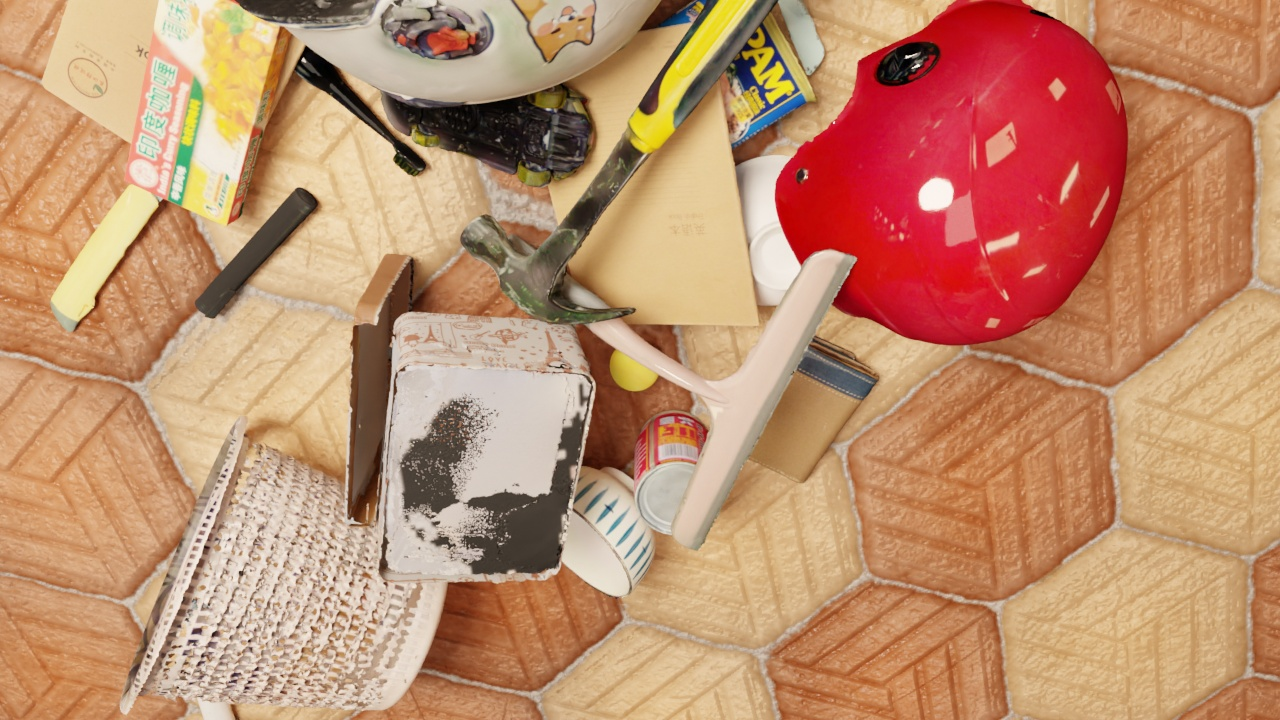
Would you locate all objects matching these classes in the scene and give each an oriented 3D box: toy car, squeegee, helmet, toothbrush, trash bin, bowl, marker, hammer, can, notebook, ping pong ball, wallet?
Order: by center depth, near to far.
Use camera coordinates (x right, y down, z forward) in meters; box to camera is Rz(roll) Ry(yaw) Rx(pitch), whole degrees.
[{"bbox_3d":[-0.082,-0.245,0.540,0.274,0.229,0.157,-26,144,13],"label":"helmet"},{"bbox_3d":[0.014,-0.151,0.568,0.126,0.031,0.324,45,114,11],"label":"hammer"},{"bbox_3d":[0.226,-0.112,0.589,0.207,0.144,0.240,35,97,-37],"label":"helmet"},{"bbox_3d":[-0.310,-0.224,0.624,0.148,0.008,0.208,35,121,-14],"label":"notebook"},{"bbox_3d":[0.059,-0.200,0.626,0.083,0.057,0.102,-30,110,15],"label":"can"},{"bbox_3d":[-0.108,-0.174,0.638,0.158,0.042,0.070,20,126,8],"label":"toy car"},{"bbox_3d":[-0.234,-0.209,0.643,0.212,0.026,0.027,44,135,-18],"label":"toothbrush"},{"bbox_3d":[-0.016,-0.023,0.645,0.249,0.040,0.248,36,120,23],"label":"squeegee"},{"bbox_3d":[0.000,-0.121,0.647,0.150,0.012,0.212,3,119,30],"label":"notebook"},{"bbox_3d":[0.101,-0.085,0.672,0.118,0.064,0.118,0,114,0],"label":"bowl"},{"bbox_3d":[-0.295,-0.081,0.701,0.132,0.022,0.020,-41,144,17],"label":"marker"},{"bbox_3d":[-0.004,0.004,0.725,0.040,0.040,0.040,0,114,0],"label":"ping pong ball"},{"bbox_3d":[-0.268,0.181,0.727,0.192,0.227,0.228,23,112,-23],"label":"trash bin"},{"bbox_3d":[0.028,0.086,0.732,0.066,0.093,0.067,0,114,0],"label":"can"},{"bbox_3d":[0.126,0.037,0.744,0.090,0.033,0.115,25,113,-7],"label":"wallet"},{"bbox_3d":[-0.032,0.131,0.757,0.066,0.117,0.116,-44,113,-29],"label":"bowl"},{"bbox_3d":[-0.409,0.321,0.877,0.027,0.026,0.221,14,119,34],"label":"toothbrush"}]

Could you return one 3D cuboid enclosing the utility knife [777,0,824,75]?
[{"bbox_3d":[0.078,-0.287,0.607,0.034,0.018,0.204,-25,110,9],"label":"utility knife"}]

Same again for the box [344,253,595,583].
[{"bbox_3d":[-0.137,0.037,0.677,0.156,0.193,0.183,5,117,-16],"label":"box"}]

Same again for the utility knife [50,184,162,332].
[{"bbox_3d":[-0.395,-0.095,0.695,0.031,0.021,0.207,41,116,-16],"label":"utility knife"}]

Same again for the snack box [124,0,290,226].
[{"bbox_3d":[-0.296,-0.176,0.627,0.077,0.027,0.156,25,119,-8],"label":"snack box"}]
